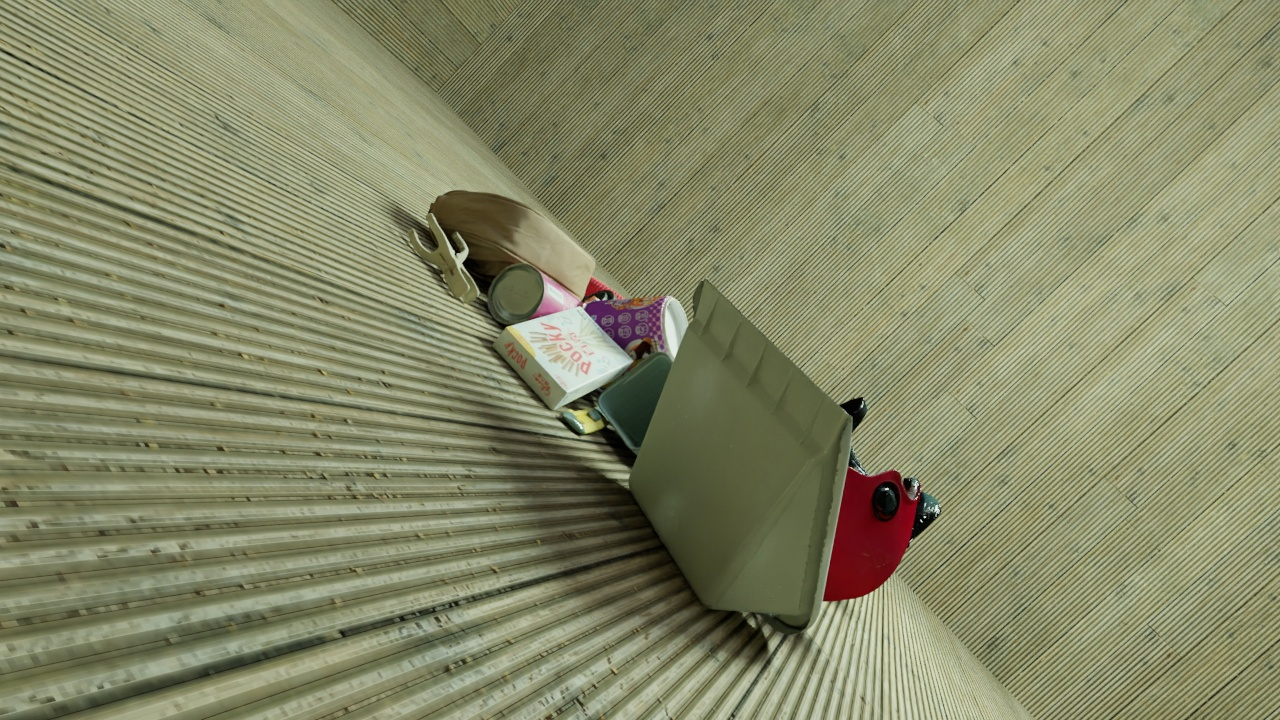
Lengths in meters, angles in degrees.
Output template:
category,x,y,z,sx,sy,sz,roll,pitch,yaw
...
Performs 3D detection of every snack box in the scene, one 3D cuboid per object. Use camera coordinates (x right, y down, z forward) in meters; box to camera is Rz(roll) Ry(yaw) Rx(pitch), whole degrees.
category,x,y,z,sx,sy,sz,roll,pitch,yaw
snack box,-0.072,-0.006,0.903,0.084,0.027,0.156,46,23,9

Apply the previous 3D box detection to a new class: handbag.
category,x,y,z,sx,sy,sz,roll,pitch,yaw
handbag,-0.147,-0.123,1.066,0.148,0.099,0.204,18,-8,29

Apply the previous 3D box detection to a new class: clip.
category,x,y,z,sx,sy,sz,roll,pitch,yaw
clip,-0.198,-0.105,0.906,0.092,0.035,0.103,46,12,-35

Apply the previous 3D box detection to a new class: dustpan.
category,x,y,z,sx,sy,sz,roll,pitch,yaw
dustpan,0.100,0.103,0.780,0.142,0.258,0.222,12,25,-34

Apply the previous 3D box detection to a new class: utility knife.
category,x,y,z,sx,sy,sz,roll,pitch,yaw
utility knife,-0.050,0.058,0.927,0.031,0.020,0.196,52,1,5

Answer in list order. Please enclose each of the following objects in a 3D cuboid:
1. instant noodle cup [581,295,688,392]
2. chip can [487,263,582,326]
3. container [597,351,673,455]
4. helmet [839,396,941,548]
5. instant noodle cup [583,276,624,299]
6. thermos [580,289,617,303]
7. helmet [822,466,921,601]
category,x,y,z,sx,sy,sz,roll,pitch,yaw
instant noodle cup,-0.003,-0.022,1.017,0.111,0.099,0.111,-8,90,-66
chip can,-0.089,-0.041,1.042,0.071,0.071,0.210,49,7,29
container,0.027,0.067,0.969,0.090,0.090,0.111,51,-3,39
helmet,0.314,0.207,1.422,0.233,0.230,0.274,52,13,-5
instant noodle cup,-0.058,-0.073,1.351,0.194,0.066,0.194,35,-2,1
thermos,-0.043,-0.023,1.212,0.143,0.093,0.093,52,2,-26
helmet,0.174,0.175,0.958,0.207,0.143,0.239,-3,-19,41
